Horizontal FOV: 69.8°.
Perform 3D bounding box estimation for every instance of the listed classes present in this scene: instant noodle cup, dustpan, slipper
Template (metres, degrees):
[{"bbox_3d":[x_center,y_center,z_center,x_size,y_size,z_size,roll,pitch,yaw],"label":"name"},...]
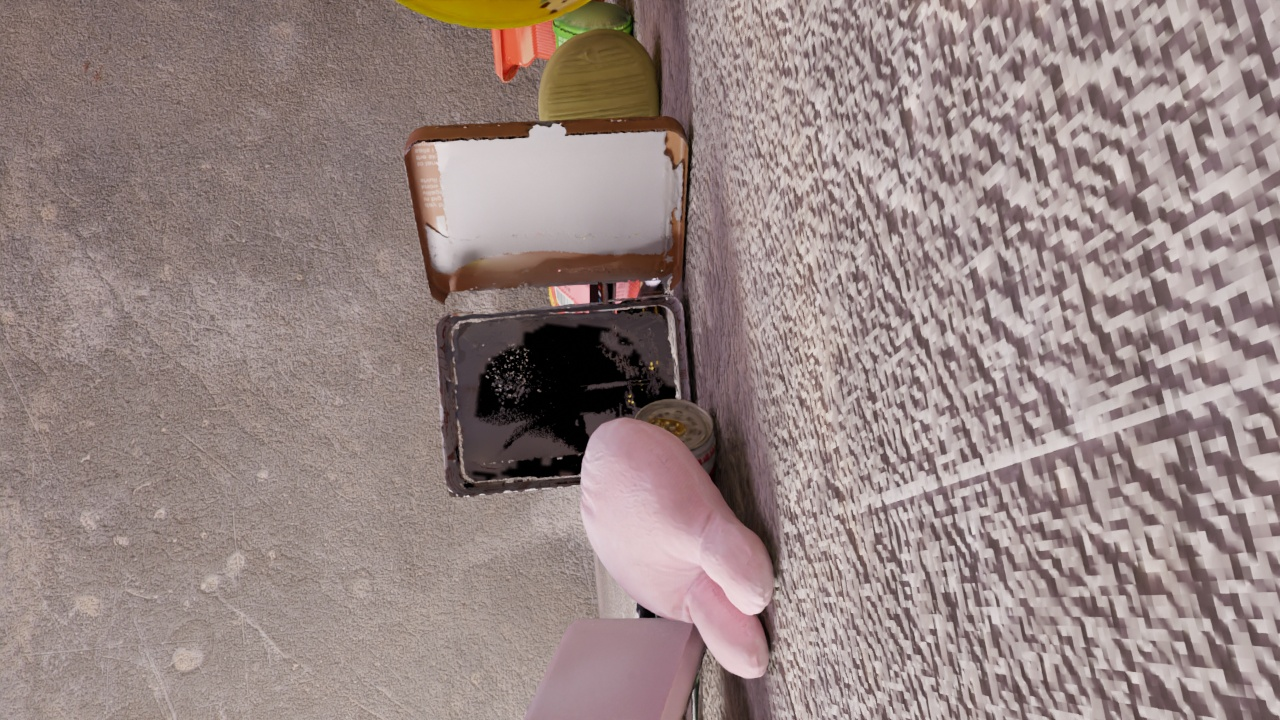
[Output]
[{"bbox_3d":[-0.080,-0.370,0.885,0.165,0.079,0.188,102,-168,-74],"label":"instant noodle cup"},{"bbox_3d":[0.006,0.287,0.597,0.221,0.139,0.274,-64,-39,-48],"label":"dustpan"},{"bbox_3d":[-0.031,-0.172,0.736,0.081,0.091,0.191,-99,4,-56],"label":"slipper"}]

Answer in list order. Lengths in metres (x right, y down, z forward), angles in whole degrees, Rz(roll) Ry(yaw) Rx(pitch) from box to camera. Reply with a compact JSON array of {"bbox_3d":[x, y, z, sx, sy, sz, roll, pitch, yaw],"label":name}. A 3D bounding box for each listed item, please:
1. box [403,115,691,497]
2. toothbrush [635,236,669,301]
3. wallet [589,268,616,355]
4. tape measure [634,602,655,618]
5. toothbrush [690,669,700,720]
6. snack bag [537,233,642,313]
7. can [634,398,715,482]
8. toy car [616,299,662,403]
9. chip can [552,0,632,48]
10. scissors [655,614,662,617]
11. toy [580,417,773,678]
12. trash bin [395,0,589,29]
[{"bbox_3d":[-0.055,-0.032,0.636,0.124,0.179,0.274,-104,10,-68],"label":"box"},{"bbox_3d":[0.007,-0.069,0.762,0.021,0.029,0.189,49,171,4],"label":"toothbrush"},{"bbox_3d":[-0.032,-0.024,0.794,0.096,0.020,0.122,-111,20,-68],"label":"wallet"},{"bbox_3d":[0.014,0.271,0.886,0.066,0.033,0.065,95,171,-45],"label":"tape measure"},{"bbox_3d":[0.041,0.223,0.701,0.017,0.012,0.186,-79,-12,-69],"label":"toothbrush"},{"bbox_3d":[-0.049,-0.112,0.877,0.073,0.129,0.208,-53,-27,-38],"label":"snack bag"},{"bbox_3d":[0.020,0.091,0.596,0.053,0.053,0.133,-102,10,-53],"label":"can"},{"bbox_3d":[-0.005,0.005,0.813,0.156,0.041,0.071,106,163,-59],"label":"toy car"},{"bbox_3d":[-0.043,-0.225,0.874,0.072,0.072,0.222,-102,10,-51],"label":"chip can"},{"bbox_3d":[0.018,0.222,0.789,0.172,0.019,0.179,69,-175,-61],"label":"scissors"},{"bbox_3d":[0.019,0.101,0.502,0.159,0.054,0.121,38,138,44],"label":"toy"},{"bbox_3d":[-0.094,-0.372,0.618,0.254,0.229,0.230,-93,2,-57],"label":"trash bin"}]
